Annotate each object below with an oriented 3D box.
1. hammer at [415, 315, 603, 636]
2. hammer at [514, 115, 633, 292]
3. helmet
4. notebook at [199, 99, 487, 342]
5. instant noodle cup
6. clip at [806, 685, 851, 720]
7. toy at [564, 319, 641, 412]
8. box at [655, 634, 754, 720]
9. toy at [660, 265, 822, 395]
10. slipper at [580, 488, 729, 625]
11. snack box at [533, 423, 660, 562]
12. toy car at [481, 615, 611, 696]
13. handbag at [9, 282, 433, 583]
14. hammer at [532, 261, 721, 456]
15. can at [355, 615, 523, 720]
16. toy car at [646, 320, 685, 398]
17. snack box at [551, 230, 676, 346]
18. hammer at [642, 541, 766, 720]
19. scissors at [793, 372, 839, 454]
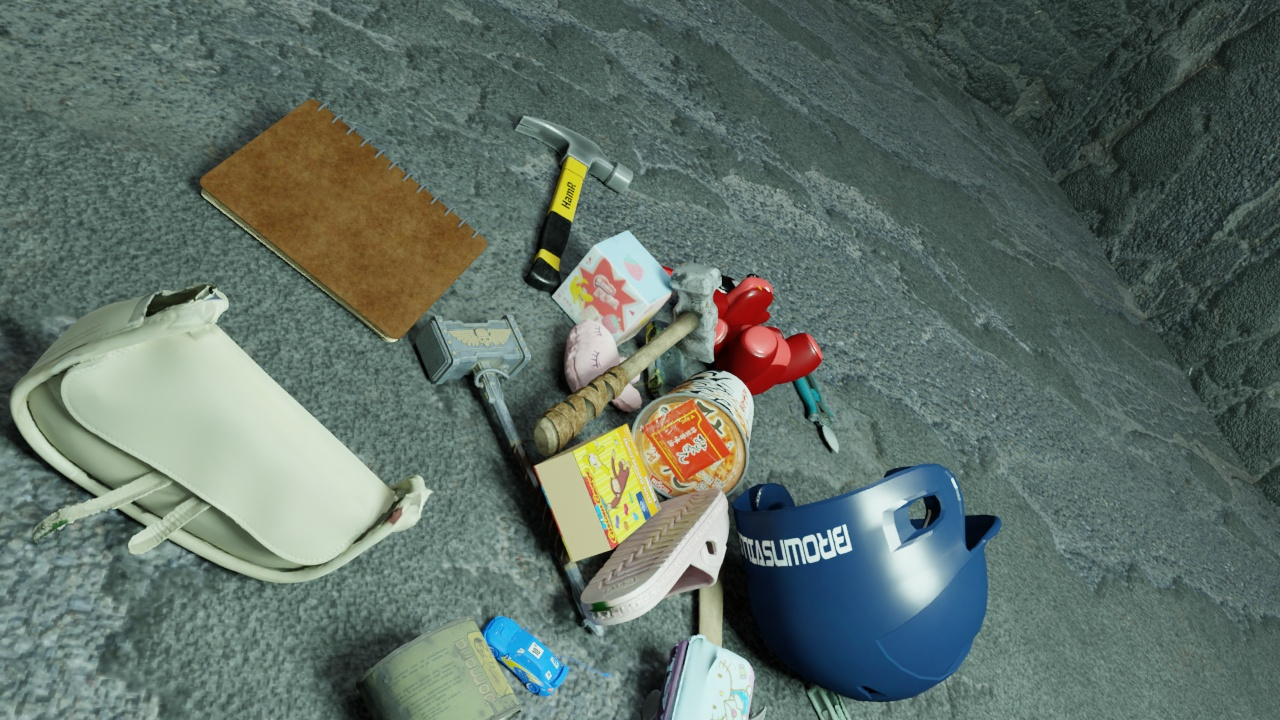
[{"bbox_3d":[-0.104,0.100,0.841,0.098,0.044,0.322,-4,60,-47],"label":"hammer"},{"bbox_3d":[-0.101,-0.195,1.151,0.169,0.034,0.323,29,39,-18],"label":"hammer"},{"bbox_3d":[0.231,0.209,0.896,0.271,0.233,0.223,-20,92,-40],"label":"helmet"},{"bbox_3d":[-0.276,-0.139,0.887,0.225,0.024,0.167,40,53,-7],"label":"notebook"},{"bbox_3d":[0.066,0.070,0.977,0.123,0.124,0.121,44,27,-1],"label":"instant noodle cup"},{"bbox_3d":[0.191,0.351,0.889,0.044,0.023,0.076,6,48,-39],"label":"clip"},{"bbox_3d":[-0.039,0.011,0.987,0.105,0.053,0.108,35,34,-38],"label":"toy"},{"bbox_3d":[0.041,0.325,0.724,0.076,0.034,0.213,33,47,-17],"label":"box"},{"bbox_3d":[0.121,-0.050,1.154,0.158,0.121,0.197,1,45,-45],"label":"toy"},{"bbox_3d":[0.026,0.184,0.829,0.064,0.094,0.238,67,26,-6],"label":"slipper"},{"bbox_3d":[-0.036,0.116,0.832,0.088,0.040,0.125,68,22,1],"label":"snack box"},{"bbox_3d":[-0.074,0.227,0.717,0.092,0.062,0.033,42,35,-3],"label":"toy car"},{"bbox_3d":[-0.279,0.066,0.593,0.229,0.184,0.131,48,35,-24],"label":"handbag"},{"bbox_3d":[-0.006,0.005,0.937,0.049,0.122,0.317,15,33,28],"label":"hammer"},{"bbox_3d":[-0.138,0.230,0.628,0.089,0.090,0.074,-12,62,-50],"label":"can"},{"bbox_3d":[0.027,0.004,1.069,0.048,0.033,0.105,21,54,-38],"label":"toy car"},{"bbox_3d":[-0.028,-0.078,1.045,0.093,0.095,0.079,49,35,5],"label":"snack box"},{"bbox_3d":[0.067,0.223,0.901,0.119,0.031,0.330,31,34,-19],"label":"hammer"},{"bbox_3d":[0.240,0.061,1.235,0.136,0.019,0.137,45,34,3],"label":"scissors"}]
